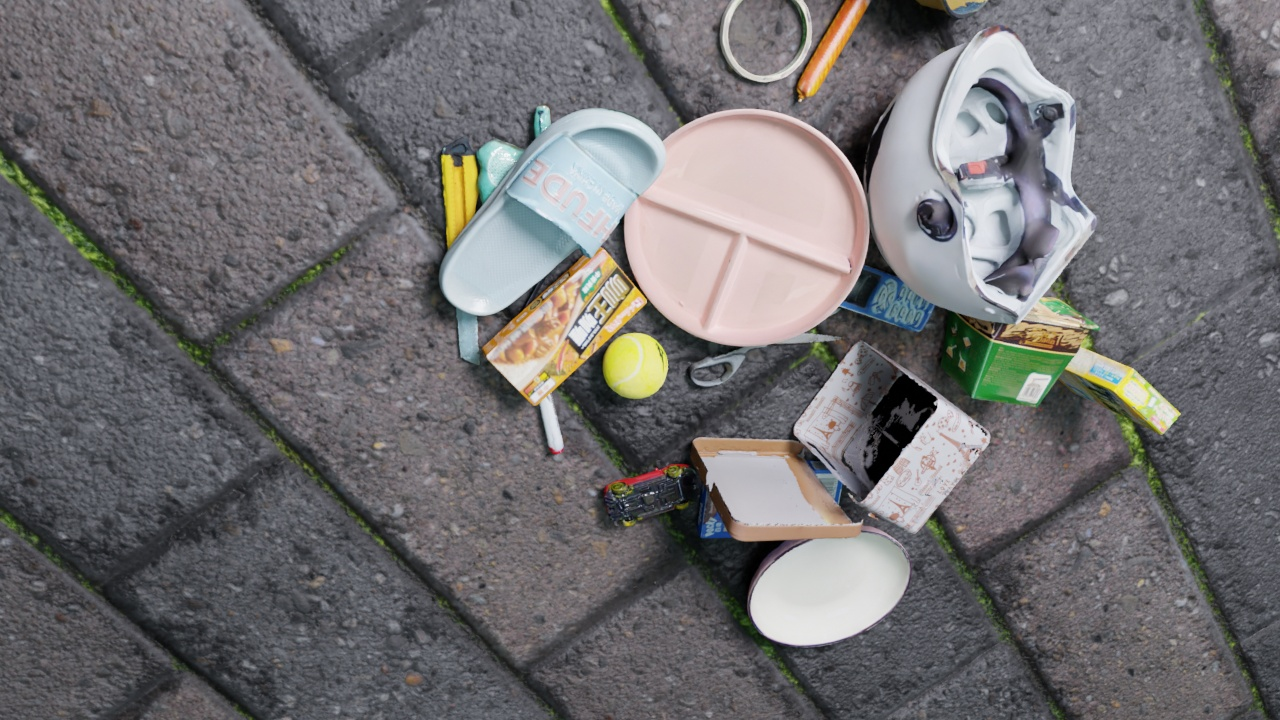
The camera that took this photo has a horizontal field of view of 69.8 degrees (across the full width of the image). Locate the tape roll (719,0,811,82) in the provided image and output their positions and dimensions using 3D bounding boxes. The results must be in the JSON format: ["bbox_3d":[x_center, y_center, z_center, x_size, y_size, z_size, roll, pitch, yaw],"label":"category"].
[{"bbox_3d":[0.116,-0.302,0.848,0.085,0.014,0.086,-4,111,-10],"label":"tape roll"}]

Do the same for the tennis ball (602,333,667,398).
[{"bbox_3d":[-0.005,0.005,0.914,0.065,0.065,0.065,-4,111,-10],"label":"tennis ball"}]

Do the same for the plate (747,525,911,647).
[{"bbox_3d":[0.211,0.251,1.049,0.192,0.039,0.193,-5,126,-8],"label":"plate"}]

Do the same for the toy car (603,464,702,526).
[{"bbox_3d":[0.014,0.142,0.988,0.106,0.031,0.049,-16,113,-3],"label":"toy car"}]

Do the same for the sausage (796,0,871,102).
[{"bbox_3d":[0.191,-0.315,0.854,0.021,0.021,0.165,26,103,-19],"label":"sausage"}]

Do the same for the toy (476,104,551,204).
[{"bbox_3d":[-0.105,-0.185,0.842,0.092,0.030,0.096,-6,110,-13],"label":"toy"}]

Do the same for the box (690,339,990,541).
[{"bbox_3d":[0.195,0.098,0.929,0.269,0.179,0.136,-27,115,-1],"label":"box"}]

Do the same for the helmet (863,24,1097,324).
[{"bbox_3d":[0.294,-0.163,0.854,0.228,0.146,0.259,-45,116,-29],"label":"helmet"}]

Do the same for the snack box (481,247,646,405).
[{"bbox_3d":[-0.073,-0.034,0.893,0.153,0.026,0.075,-43,118,-2],"label":"snack box"}]

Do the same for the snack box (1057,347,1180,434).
[{"bbox_3d":[0.490,0.022,0.976,0.087,0.140,0.034,36,98,-21],"label":"snack box"}]

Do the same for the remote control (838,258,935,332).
[{"bbox_3d":[0.248,-0.069,0.957,0.125,0.024,0.049,17,106,-18],"label":"remote control"}]

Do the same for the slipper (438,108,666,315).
[{"bbox_3d":[-0.084,-0.125,0.821,0.246,0.074,0.104,-41,124,14],"label":"slipper"}]

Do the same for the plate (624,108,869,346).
[{"bbox_3d":[0.099,-0.123,0.872,0.230,0.028,0.230,4,115,9],"label":"plate"}]

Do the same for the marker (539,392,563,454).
[{"bbox_3d":[-0.099,0.029,0.931,0.017,0.017,0.145,-13,112,-6],"label":"marker"}]

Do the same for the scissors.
[{"bbox_3d":[0.123,-0.020,0.960,0.164,0.014,0.164,31,100,-23],"label":"scissors"}]

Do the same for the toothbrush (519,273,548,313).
[{"bbox_3d":[-0.093,-0.088,0.890,0.016,0.014,0.189,30,103,-12],"label":"toothbrush"}]

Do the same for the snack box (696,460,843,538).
[{"bbox_3d":[0.144,0.154,1.020,0.157,0.026,0.085,1,111,-12],"label":"snack box"}]

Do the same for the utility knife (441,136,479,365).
[{"bbox_3d":[-0.166,-0.098,0.870,0.033,0.015,0.223,-3,111,-7],"label":"utility knife"}]

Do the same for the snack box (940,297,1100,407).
[{"bbox_3d":[0.382,-0.015,0.957,0.118,0.117,0.106,7,113,-11],"label":"snack box"}]

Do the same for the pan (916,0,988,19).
[{"bbox_3d":[0.251,-0.364,0.704,0.356,0.078,0.198,-24,133,-47],"label":"pan"}]
